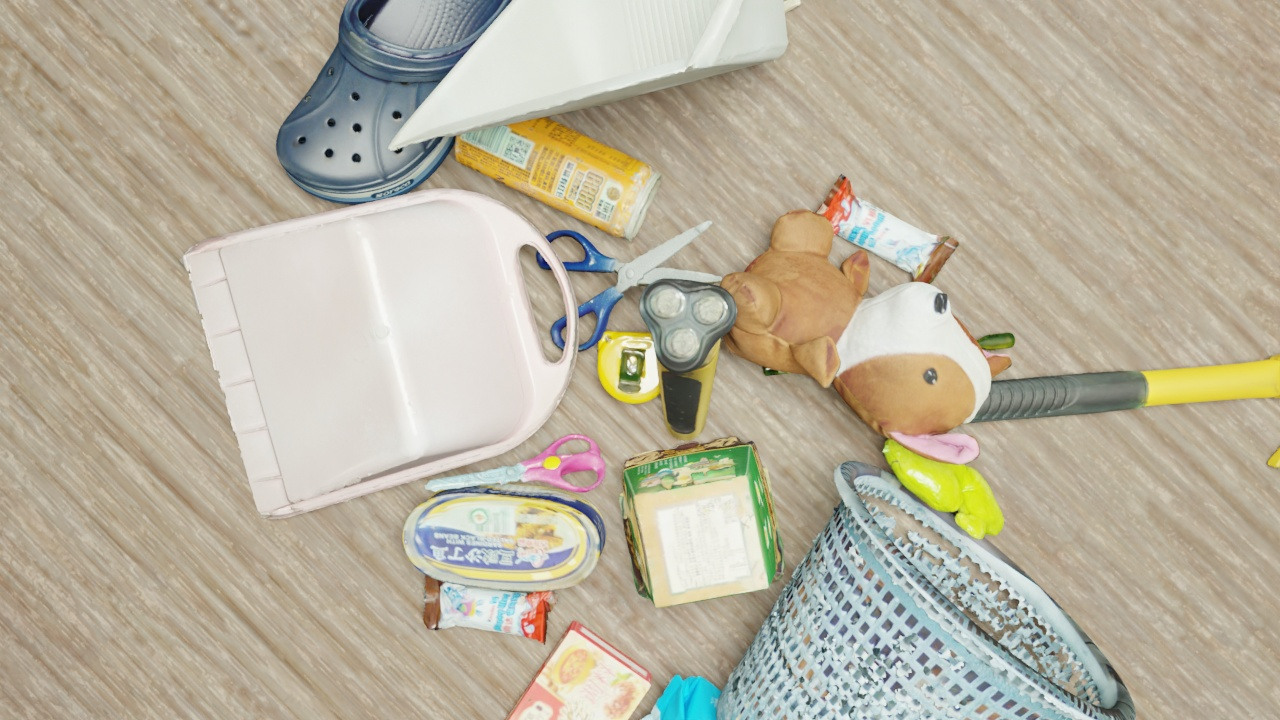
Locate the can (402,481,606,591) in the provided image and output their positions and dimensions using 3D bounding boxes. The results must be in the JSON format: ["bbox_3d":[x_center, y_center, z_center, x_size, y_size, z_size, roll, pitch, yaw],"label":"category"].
[{"bbox_3d":[-0.101,0.132,0.690,0.148,0.049,0.074,4,92,3],"label":"can"}]

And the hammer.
[{"bbox_3d":[0.363,0.022,0.672,0.301,0.033,0.129,-4,90,3],"label":"hammer"}]

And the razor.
[{"bbox_3d":[0.031,0.008,0.633,0.062,0.168,0.067,8,58,7],"label":"razor"}]

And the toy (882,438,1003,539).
[{"bbox_3d":[0.219,0.084,0.663,0.100,0.096,0.031,23,128,-23],"label":"toy"}]

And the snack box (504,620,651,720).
[{"bbox_3d":[-0.064,0.284,0.703,0.075,0.025,0.153,35,93,1],"label":"snack box"}]

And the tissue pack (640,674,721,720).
[{"bbox_3d":[0.058,0.300,0.671,0.140,0.063,0.090,36,113,2],"label":"tissue pack"}]

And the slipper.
[{"bbox_3d":[-0.167,-0.222,0.665,0.105,0.095,0.253,37,90,4],"label":"slipper"}]

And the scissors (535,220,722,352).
[{"bbox_3d":[-0.016,-0.053,0.657,0.166,0.012,0.155,33,117,32],"label":"scissors"}]

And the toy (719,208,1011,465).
[{"bbox_3d":[0.157,-0.019,0.630,0.199,0.131,0.139,37,57,7],"label":"toy"}]

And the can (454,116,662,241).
[{"bbox_3d":[-0.061,-0.143,0.677,0.146,0.058,0.058,26,92,2],"label":"can"}]

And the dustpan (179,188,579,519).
[{"bbox_3d":[-0.190,-0.010,0.697,0.274,0.138,0.222,-9,96,36],"label":"dustpan"}]

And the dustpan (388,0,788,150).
[{"bbox_3d":[-0.017,-0.241,0.589,0.223,0.257,0.143,-4,106,33],"label":"dustpan"}]

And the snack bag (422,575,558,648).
[{"bbox_3d":[-0.116,0.191,0.704,0.105,0.026,0.045,6,102,6],"label":"snack bag"}]

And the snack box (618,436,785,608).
[{"bbox_3d":[0.042,0.122,0.654,0.118,0.105,0.117,-11,91,4],"label":"snack box"}]

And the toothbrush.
[{"bbox_3d":[0.185,-0.005,0.690,0.186,0.017,0.012,-7,93,5],"label":"toothbrush"}]

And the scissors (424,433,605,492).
[{"bbox_3d":[-0.092,0.083,0.679,0.133,0.017,0.054,-7,50,-16],"label":"scissors"}]

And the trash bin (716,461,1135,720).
[{"bbox_3d":[0.163,0.212,0.611,0.226,0.226,0.195,37,105,2],"label":"trash bin"}]

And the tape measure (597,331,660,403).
[{"bbox_3d":[-0.004,0.004,0.692,0.060,0.029,0.057,3,92,3],"label":"tape measure"}]

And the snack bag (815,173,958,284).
[{"bbox_3d":[0.180,-0.094,0.682,0.104,0.026,0.048,32,105,2],"label":"snack bag"}]

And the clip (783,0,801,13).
[{"bbox_3d":[0.070,-0.266,0.664,0.102,0.094,0.035,-18,90,-8],"label":"clip"}]
